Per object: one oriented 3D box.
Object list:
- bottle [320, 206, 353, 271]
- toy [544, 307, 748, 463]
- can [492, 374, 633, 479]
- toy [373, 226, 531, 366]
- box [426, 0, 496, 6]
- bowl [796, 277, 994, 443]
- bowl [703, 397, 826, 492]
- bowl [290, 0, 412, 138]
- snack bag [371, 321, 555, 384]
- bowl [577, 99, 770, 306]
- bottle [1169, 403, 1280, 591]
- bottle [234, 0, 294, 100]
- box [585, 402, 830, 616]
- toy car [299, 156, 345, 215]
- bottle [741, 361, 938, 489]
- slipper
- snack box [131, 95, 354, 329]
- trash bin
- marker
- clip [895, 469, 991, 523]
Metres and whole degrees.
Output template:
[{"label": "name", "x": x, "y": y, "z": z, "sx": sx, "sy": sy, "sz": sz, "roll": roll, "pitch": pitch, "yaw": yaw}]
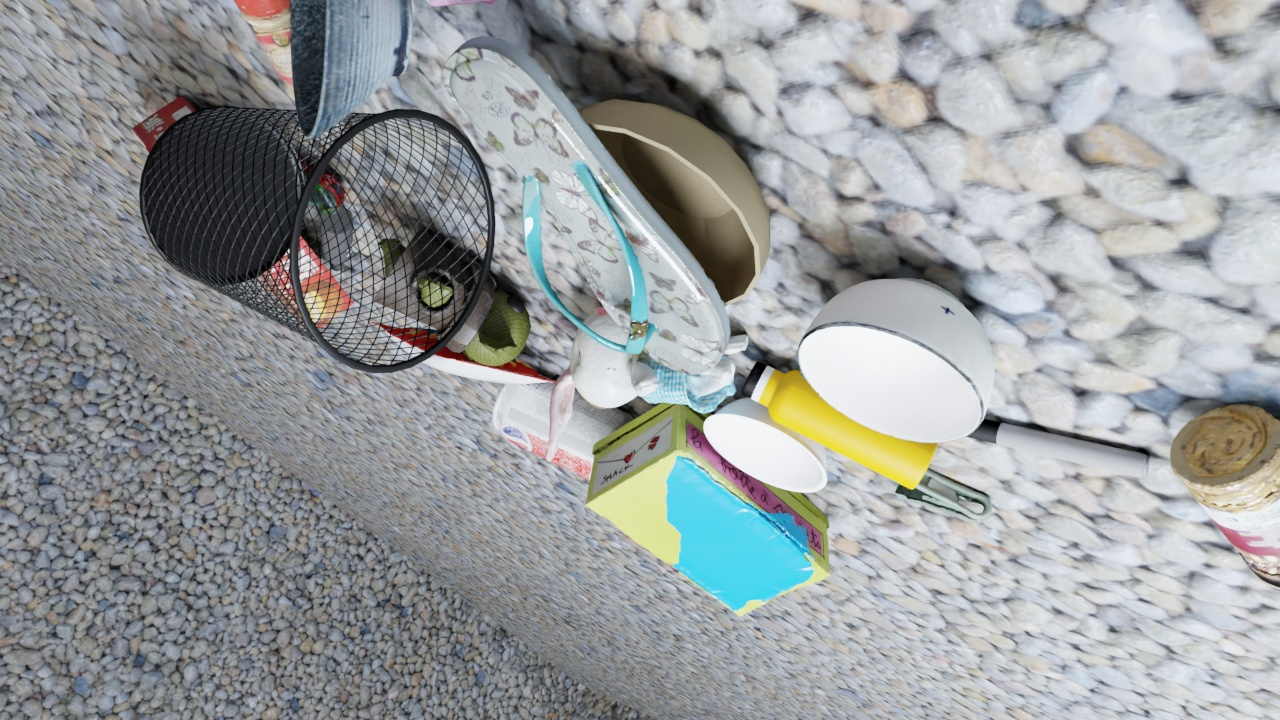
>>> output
[{"label": "bottle", "x": -0.305, "y": -0.117, "z": 0.923, "sx": 0.030, "sy": 0.030, "sz": 0.113, "roll": 34, "pitch": 156, "yaw": -5}, {"label": "toy", "x": -0.004, "y": 0.004, "z": 0.736, "sx": 0.206, "sy": 0.130, "sz": 0.106, "roll": -14, "pitch": 110, "yaw": 43}, {"label": "can", "x": -0.079, "y": 0.068, "z": 0.951, "sx": 0.136, "sy": 0.078, "sz": 0.078, "roll": 23, "pitch": 155, "yaw": 19}, {"label": "toy", "x": -0.167, "y": -0.055, "z": 0.817, "sx": 0.152, "sy": 0.078, "sz": 0.179, "roll": 33, "pitch": 180, "yaw": -13}, {"label": "box", "x": -0.132, "y": -0.265, "z": 0.414, "sx": 0.085, "sy": 0.053, "sz": 0.230, "roll": 19, "pitch": 152, "yaw": 27}, {"label": "bowl", "x": 0.158, "y": -0.007, "z": 0.550, "sx": 0.113, "sy": 0.063, "sz": 0.114, "roll": 26, "pitch": 155, "yaw": 13}, {"label": "bowl", "x": 0.111, "y": 0.062, "z": 0.762, "sx": 0.110, "sy": 0.040, "sz": 0.110, "roll": 26, "pitch": 155, "yaw": 13}, {"label": "bowl", "x": -0.171, "y": -0.201, "z": 0.550, "sx": 0.057, "sy": 0.137, "sz": 0.137, "roll": -2, "pitch": 171, "yaw": -28}, {"label": "snack bag", "x": -0.176, "y": -0.005, "z": 0.915, "sx": 0.144, "sy": 0.039, "sz": 0.130, "roll": 20, "pitch": -177, "yaw": 40}, {"label": "bowl", "x": 0.014, "y": -0.101, "z": 0.556, "sx": 0.152, "sy": 0.050, "sz": 0.152, "roll": 26, "pitch": 155, "yaw": 13}, {"label": "bottle", "x": 0.342, "y": 0.077, "z": 0.502, "sx": 0.105, "sy": 0.056, "sz": 0.056, "roll": 42, "pitch": 154, "yaw": -22}, {"label": "bottle", "x": -0.244, "y": -0.227, "z": 0.629, "sx": 0.044, "sy": 0.044, "sz": 0.109, "roll": 23, "pitch": 156, "yaw": 18}, {"label": "box", "x": 0.068, "y": 0.141, "z": 0.860, "sx": 0.221, "sy": 0.080, "sz": 0.125, "roll": 38, "pitch": 125, "yaw": -25}, {"label": "toy car", "x": -0.308, "y": -0.162, "z": 0.832, "sx": 0.091, "sy": 0.036, "sz": 0.042, "roll": 22, "pitch": 154, "yaw": 22}, {"label": "bottle", "x": 0.146, "y": 0.044, "z": 0.686, "sx": 0.144, "sy": 0.043, "sz": 0.043, "roll": 27, "pitch": 155, "yaw": 11}, {"label": "slipper", "x": -0.025, "y": -0.066, "z": 0.541, "sx": 0.098, "sy": 0.054, "sz": 0.269, "roll": 5, "pitch": 144, "yaw": 41}, {"label": "snack box", "x": -0.385, "y": -0.136, "z": 0.907, "sx": 0.113, "sy": 0.060, "sz": 0.236, "roll": 40, "pitch": 164, "yaw": 34}, {"label": "trash bin", "x": -0.250, "y": -0.107, "z": 0.691, "sx": 0.210, "sy": 0.183, "sz": 0.184, "roll": 17, "pitch": 152, "yaw": 30}, {"label": "marker", "x": 0.257, "y": 0.052, "z": 0.605, "sx": 0.141, "sy": 0.016, "sz": 0.016, "roll": 13, "pitch": 150, "yaw": 35}, {"label": "clip", "x": 0.238, "y": 0.106, "z": 0.721, "sx": 0.076, "sy": 0.023, "sz": 0.059, "roll": 21, "pitch": 155, "yaw": 27}]
